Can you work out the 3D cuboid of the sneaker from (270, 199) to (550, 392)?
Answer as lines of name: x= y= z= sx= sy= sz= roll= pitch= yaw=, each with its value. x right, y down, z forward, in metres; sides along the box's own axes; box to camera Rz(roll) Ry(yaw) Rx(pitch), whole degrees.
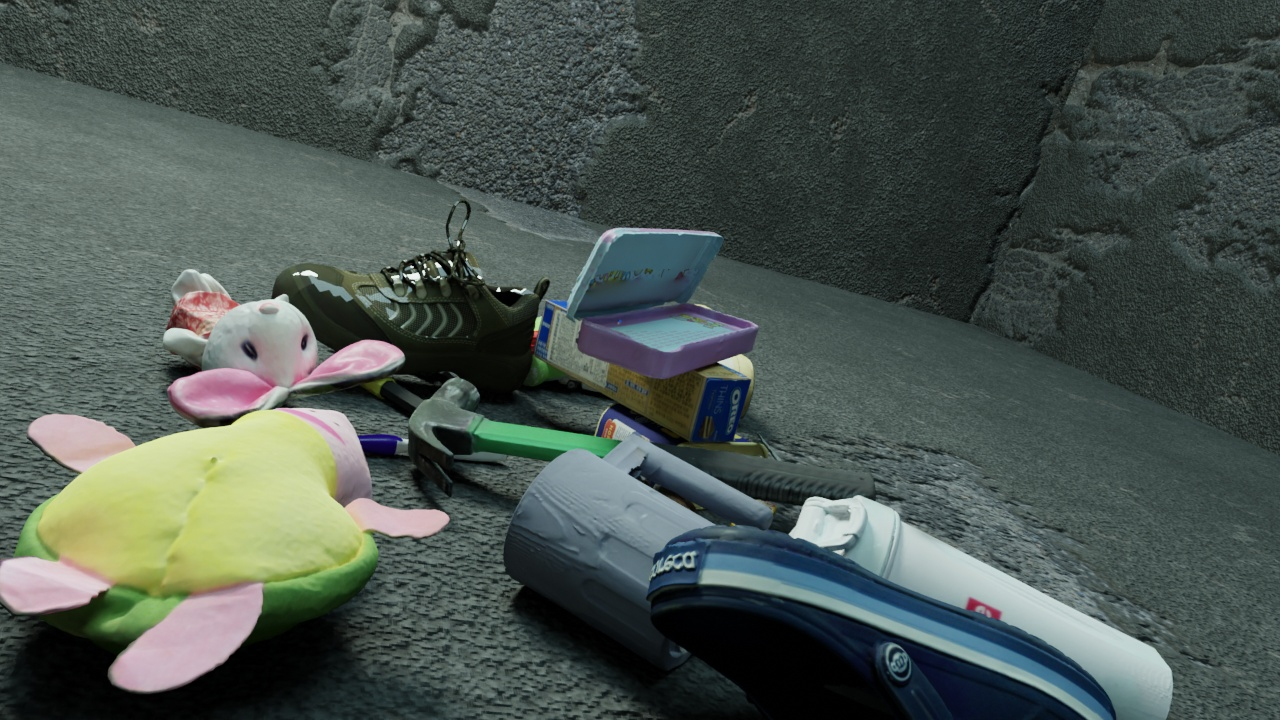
sneaker: x=-0.174 y=-0.062 z=0.777 sx=0.237 sy=0.143 sz=0.101 roll=16 pitch=18 yaw=-38

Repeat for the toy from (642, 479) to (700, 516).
toy: x=0.022 y=0.111 z=0.619 sx=0.054 sy=0.042 sz=0.101 roll=-5 pitch=26 yaw=-15

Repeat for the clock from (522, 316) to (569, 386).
clock: x=-0.095 y=-0.012 z=0.936 sx=0.119 sy=0.042 sz=0.094 roll=-22 pitch=26 yaw=-17

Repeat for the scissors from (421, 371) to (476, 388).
scissors: x=-0.221 y=-0.006 z=0.855 sx=0.124 sy=0.019 sz=0.156 roll=0 pitch=25 yaw=-43

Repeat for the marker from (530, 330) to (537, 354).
marker: x=-0.147 y=-0.018 z=0.906 sx=0.145 sy=0.023 sz=0.021 roll=2 pitch=-21 yaw=34

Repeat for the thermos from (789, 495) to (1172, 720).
thermos: x=0.188 y=0.154 z=0.543 sx=0.220 sy=0.099 sz=0.099 roll=23 pitch=13 yaw=7

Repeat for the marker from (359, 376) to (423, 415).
marker: x=-0.197 y=0.027 z=0.742 sx=0.124 sy=0.017 sz=0.021 roll=26 pitch=-29 yaw=30

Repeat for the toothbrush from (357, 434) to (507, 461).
toothbrush: x=-0.179 y=0.059 z=0.643 sx=0.186 sy=0.015 sz=0.016 roll=9 pitch=11 yaw=-34

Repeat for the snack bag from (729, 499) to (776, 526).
snack bag: x=0.085 y=0.124 z=0.697 sx=0.026 sy=0.020 sz=0.099 roll=22 pitch=14 yaw=14

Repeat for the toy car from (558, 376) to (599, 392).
toy car: x=-0.031 y=0.017 z=0.958 sx=0.113 sy=0.039 sz=0.039 roll=13 pitch=14 yaw=-18

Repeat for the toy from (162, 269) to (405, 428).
toy: x=-0.278 y=-0.010 z=0.656 sx=0.158 sy=0.084 sz=0.194 roll=-15 pitch=33 yaw=-41

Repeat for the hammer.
hammer: x=-0.002 y=0.068 z=0.625 sx=0.319 sy=0.032 sz=0.130 roll=8 pitch=19 yaw=5

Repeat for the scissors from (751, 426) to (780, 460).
scissors: x=0.154 y=0.128 z=0.707 sx=0.201 sy=0.015 sz=0.201 roll=32 pitch=18 yaw=-47

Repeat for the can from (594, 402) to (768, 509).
can: x=0.031 y=0.076 z=0.751 sx=0.116 sy=0.056 sz=0.092 roll=5 pitch=16 yaw=-42

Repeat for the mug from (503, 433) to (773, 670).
mug: x=0.003 y=0.098 z=0.516 sx=0.104 sy=0.084 sz=0.123 roll=25 pitch=40 yaw=27

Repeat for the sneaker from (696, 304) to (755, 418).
sneaker: x=0.053 y=-0.003 z=1.080 sx=0.102 sy=0.089 sz=0.241 roll=5 pitch=20 yaw=-15

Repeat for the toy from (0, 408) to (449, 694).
toy: x=-0.184 y=0.073 z=0.410 sx=0.190 sy=0.088 sz=0.238 roll=11 pitch=10 yaw=-4

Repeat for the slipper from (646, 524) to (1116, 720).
slipper: x=0.109 y=0.159 z=0.431 sx=0.252 sy=0.105 sz=0.095 roll=28 pitch=53 yaw=-18

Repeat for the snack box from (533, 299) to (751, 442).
snack box: x=-0.004 y=0.004 z=0.759 sx=0.057 sy=0.056 sz=0.207 roll=1 pitch=18 yaw=-44

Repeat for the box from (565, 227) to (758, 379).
box: x=0.029 y=-0.054 z=0.701 sx=0.089 sy=0.093 sz=0.213 roll=20 pitch=14 yaw=22
